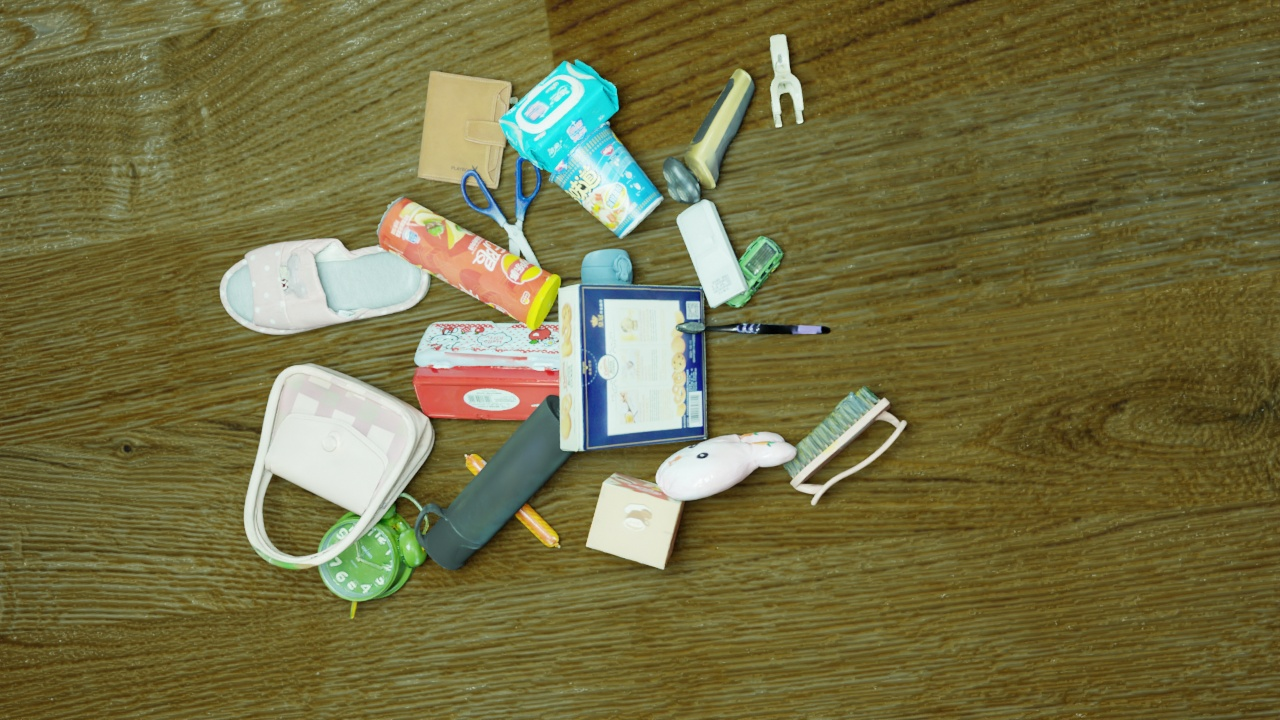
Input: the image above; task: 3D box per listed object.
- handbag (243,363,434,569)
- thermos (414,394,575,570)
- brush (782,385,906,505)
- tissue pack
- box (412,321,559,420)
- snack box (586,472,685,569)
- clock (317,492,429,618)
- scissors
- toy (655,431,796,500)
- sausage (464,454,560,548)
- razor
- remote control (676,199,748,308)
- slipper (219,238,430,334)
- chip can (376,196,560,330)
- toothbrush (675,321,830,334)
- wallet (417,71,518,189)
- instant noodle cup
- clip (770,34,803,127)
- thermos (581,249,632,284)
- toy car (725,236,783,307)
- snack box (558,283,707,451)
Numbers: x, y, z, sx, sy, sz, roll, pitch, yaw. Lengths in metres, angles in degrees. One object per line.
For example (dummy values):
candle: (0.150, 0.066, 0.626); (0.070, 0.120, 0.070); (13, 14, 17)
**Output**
handbag: (-0.376, 0.134, 1.093); (0.193, 0.093, 0.234); (23, 77, 11)
thermos: (-0.167, 0.143, 1.070); (0.090, 0.068, 0.243); (32, 109, -36)
brush: (0.230, 0.098, 1.051); (0.146, 0.063, 0.073); (-44, 75, 7)
tissue pack: (-0.095, -0.288, 1.070); (0.133, 0.050, 0.093); (-44, 51, -5)
box: (-0.168, 0.012, 1.118); (0.201, 0.100, 0.095); (1, 132, 8)
snack box: (-0.002, 0.184, 1.070); (0.093, 0.094, 0.077); (15, 92, 8)
clock: (-0.329, 0.230, 1.136); (0.161, 0.056, 0.116); (-44, 86, 6)
scissors: (-0.152, -0.171, 1.114); (0.162, 0.012, 0.163); (37, 100, -5)
toy: (0.095, 0.116, 1.048); (0.159, 0.121, 0.054); (-18, 99, -7)
sausage: (-0.157, 0.172, 1.128); (0.165, 0.021, 0.021); (44, 96, 5)
razor: (0.082, -0.263, 1.072); (0.067, 0.062, 0.167); (29, 90, -23)
remote control: (0.082, -0.125, 1.069); (0.049, 0.024, 0.125); (-30, 72, 28)
slipper: (-0.397, -0.094, 1.140); (0.274, 0.054, 0.114); (-4, 90, 7)
chip can: (-0.203, -0.117, 1.091); (0.216, 0.073, 0.073); (29, 94, 5)
toothbrush: (0.132, -0.037, 1.057); (0.189, 0.017, 0.014); (1, 79, -13)
wallet: (-0.208, -0.281, 1.124); (0.119, 0.035, 0.131); (9, 96, 10)
instant noodle cup: (-0.035, -0.204, 1.073); (0.099, 0.099, 0.110); (-43, 94, 6)
clip: (0.168, -0.319, 1.077); (0.035, 0.087, 0.104); (-10, 62, 9)
thermos: (-0.036, -0.020, 1.085); (0.070, 0.070, 0.220); (-2, 91, 8)
toy car: (0.128, -0.104, 1.077); (0.043, 0.036, 0.091); (40, 100, 4)
snack box: (-0.006, 0.006, 1.035); (0.046, 0.182, 0.178); (0, 92, 53)
